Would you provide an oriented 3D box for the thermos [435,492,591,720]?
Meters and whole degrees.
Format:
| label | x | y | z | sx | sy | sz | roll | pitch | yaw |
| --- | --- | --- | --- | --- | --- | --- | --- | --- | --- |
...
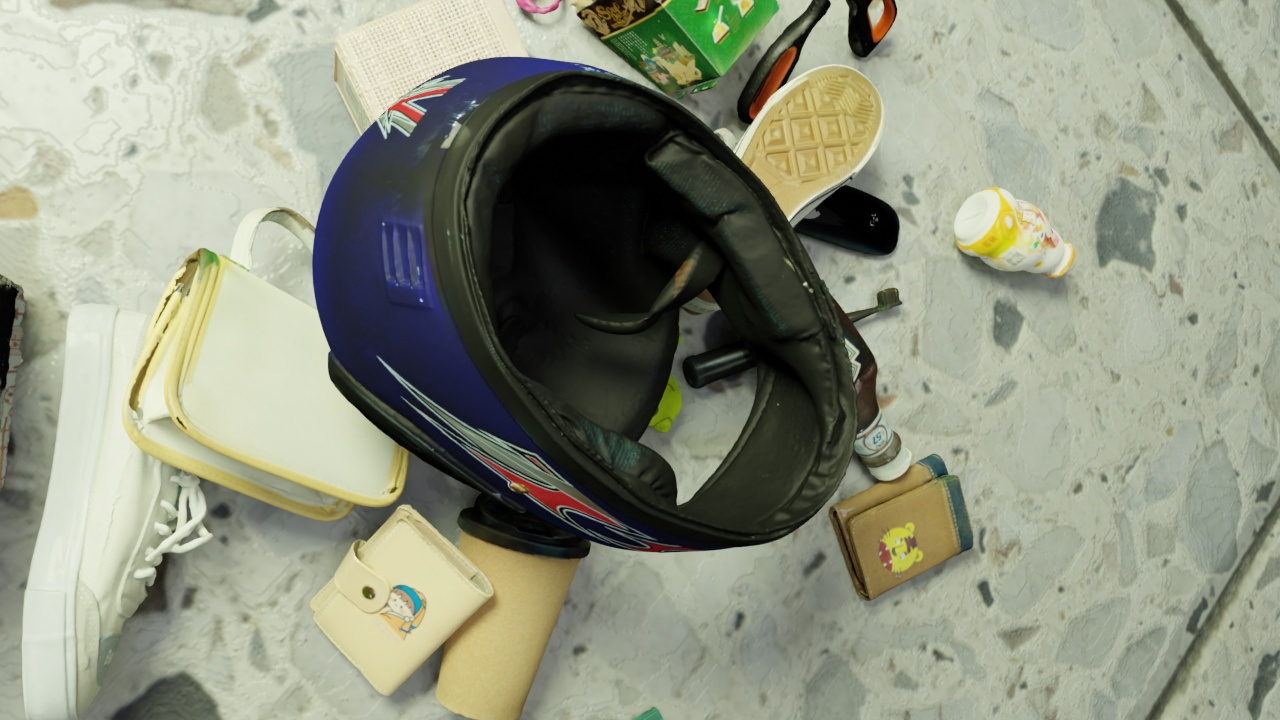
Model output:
| label | x | y | z | sx | sy | sz | roll | pitch | yaw |
| --- | --- | --- | --- | --- | --- | --- | --- | --- | --- |
| thermos | -0.091 | 0.164 | 0.626 | 0.093 | 0.093 | 0.143 | 15 | 91 | -21 |

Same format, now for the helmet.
| label | x | y | z | sx | sy | sz | roll | pitch | yaw |
| --- | --- | --- | --- | --- | --- | --- | --- | --- | --- |
| helmet | -0.046 | -0.024 | 0.561 | 0.315 | 0.241 | 0.246 | 47 | 65 | -21 |

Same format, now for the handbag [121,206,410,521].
| label | x | y | z | sx | sy | sz | roll | pitch | yaw |
| --- | --- | --- | --- | --- | --- | --- | --- | --- | --- |
| handbag | -0.217 | -0.003 | 0.571 | 0.163 | 0.063 | 0.178 | 37 | 45 | -46 |

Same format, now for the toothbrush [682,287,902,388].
| label | x | y | z | sx | sy | sz | roll | pitch | yaw |
| --- | --- | --- | --- | --- | --- | --- | --- | --- | --- |
| toothbrush | 0.131 | -0.022 | 0.752 | 0.212 | 0.026 | 0.027 | -20 | 102 | -22 |

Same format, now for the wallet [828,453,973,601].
| label | x | y | z | sx | sy | sz | roll | pitch | yaw |
| --- | --- | --- | --- | --- | --- | --- | --- | --- | --- |
| wallet | 0.223 | 0.141 | 0.779 | 0.115 | 0.033 | 0.090 | -21 | 96 | -18 |

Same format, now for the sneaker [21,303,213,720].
| label | x | y | z | sx | sy | sz | roll | pitch | yaw |
| --- | --- | --- | --- | --- | --- | --- | --- | --- | --- |
| sneaker | -0.303 | 0.089 | 0.546 | 0.090 | 0.090 | 0.242 | 8 | 78 | -26 |

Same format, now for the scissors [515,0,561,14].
| label | x | y | z | sx | sy | sz | roll | pitch | yaw |
| --- | --- | --- | --- | --- | --- | --- | --- | --- | --- |
| scissors | -0.049 | -0.309 | 0.700 | 0.137 | 0.017 | 0.073 | -34 | 90 | -22 |

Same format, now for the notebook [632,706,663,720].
| label | x | y | z | sx | sy | sz | roll | pitch | yaw |
| --- | --- | --- | --- | --- | --- | --- | --- | --- | --- |
| notebook | -0.044 | 0.374 | 0.671 | 0.208 | 0.012 | 0.150 | -27 | 97 | -20 |

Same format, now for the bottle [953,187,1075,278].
| label | x | y | z | sx | sy | sz | roll | pitch | yaw |
| --- | --- | --- | --- | --- | --- | --- | --- | --- | --- |
| bottle | 0.335 | -0.109 | 0.819 | 0.108 | 0.063 | 0.063 | 21 | 80 | -20 |

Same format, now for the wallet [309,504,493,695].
| label | x | y | z | sx | sy | sz | roll | pitch | yaw |
| --- | --- | --- | --- | --- | --- | --- | --- | --- | --- |
| wallet | -0.160 | 0.154 | 0.593 | 0.087 | 0.024 | 0.115 | 45 | 112 | 3 |

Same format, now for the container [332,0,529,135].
| label | x | y | z | sx | sy | sz | roll | pitch | yaw |
| --- | --- | --- | --- | --- | --- | --- | --- | --- | --- |
| container | -0.140 | -0.188 | 0.620 | 0.110 | 0.090 | 0.090 | -27 | 97 | -18 |

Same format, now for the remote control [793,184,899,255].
| label | x | y | z | sx | sy | sz | roll | pitch | yaw |
| --- | --- | --- | --- | --- | --- | --- | --- | --- | --- |
| remote control | 0.167 | -0.124 | 0.772 | 0.136 | 0.024 | 0.053 | 13 | 82 | -21 |

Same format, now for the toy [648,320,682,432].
| label | x | y | z | sx | sy | sz | roll | pitch | yaw |
| --- | --- | --- | --- | --- | --- | --- | --- | --- | --- |
| toy | -0.004 | 0.004 | 0.695 | 0.096 | 0.031 | 0.100 | 34 | 72 | -13 |

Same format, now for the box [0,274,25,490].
| label | x | y | z | sx | sy | sz | roll | pitch | yaw |
| --- | --- | --- | --- | --- | --- | --- | --- | --- | --- |
| box | -0.404 | 0.071 | 0.454 | 0.110 | 0.179 | 0.259 | 7 | 83 | -21 |

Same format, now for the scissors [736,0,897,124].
| label | x | y | z | sx | sy | sz | roll | pitch | yaw |
| --- | --- | --- | --- | --- | --- | --- | --- | --- | --- |
| scissors | 0.145 | -0.276 | 0.705 | 0.021 | 0.234 | 0.221 | 47 | 111 | 21 |

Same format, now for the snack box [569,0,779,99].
| label | x | y | z | sx | sy | sz | roll | pitch | yaw |
| --- | --- | --- | --- | --- | --- | --- | --- | --- | --- |
| snack box | 0.033 | -0.272 | 0.688 | 0.105 | 0.118 | 0.117 | 46 | 73 | -27 |

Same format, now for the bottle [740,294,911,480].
| label | x | y | z | sx | sy | sz | roll | pitch | yaw |
| --- | --- | --- | --- | --- | --- | --- | --- | --- | --- |
| bottle | 0.157 | 0.022 | 0.734 | 0.079 | 0.044 | 0.195 | -45 | 116 | -10 |

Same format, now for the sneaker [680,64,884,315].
| label | x | y | z | sx | sy | sz | roll | pitch | yaw |
| --- | --- | --- | --- | --- | --- | --- | --- | --- | --- |
| sneaker | 0.094 | -0.129 | 0.710 | 0.118 | 0.088 | 0.240 | 41 | 75 | -8 |
